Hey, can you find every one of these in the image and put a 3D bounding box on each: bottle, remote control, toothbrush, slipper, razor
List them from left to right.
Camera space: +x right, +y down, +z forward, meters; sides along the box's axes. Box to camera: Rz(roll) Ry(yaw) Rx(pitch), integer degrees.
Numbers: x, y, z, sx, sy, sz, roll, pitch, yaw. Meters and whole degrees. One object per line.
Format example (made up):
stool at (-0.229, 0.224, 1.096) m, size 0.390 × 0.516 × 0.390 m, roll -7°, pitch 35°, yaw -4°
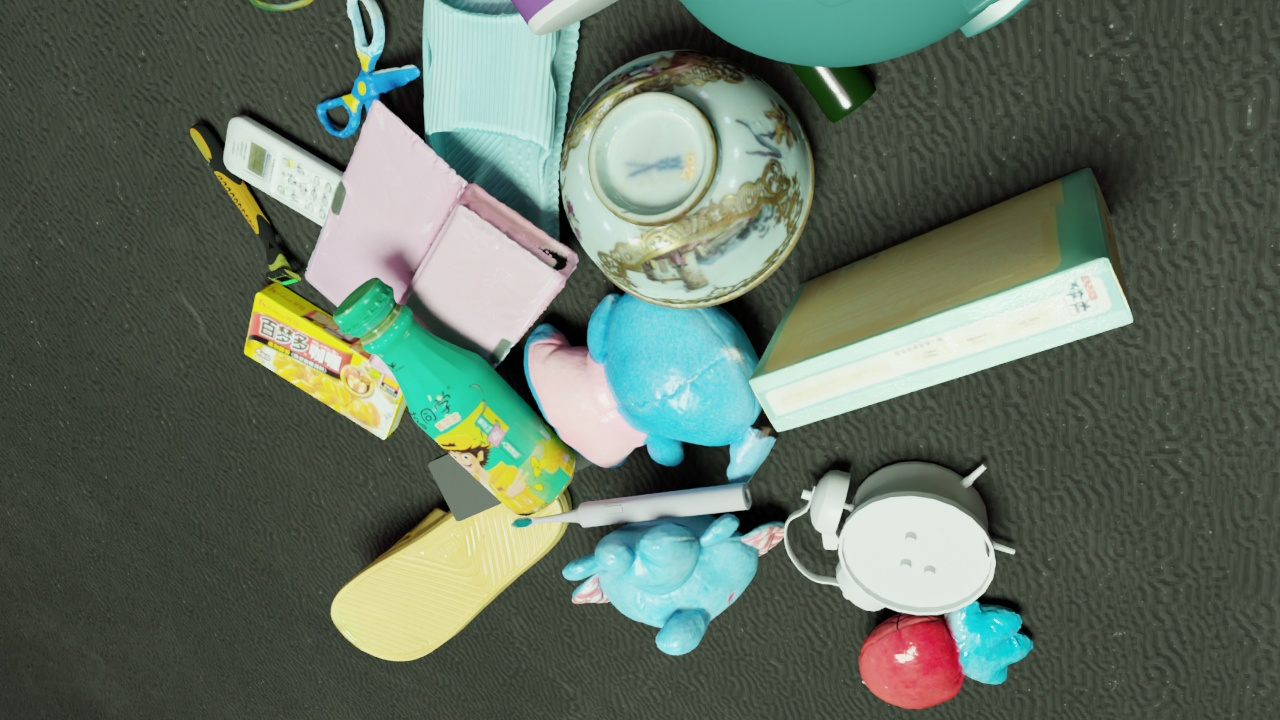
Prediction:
razor at (-0.325, -0.127, 0.754) m, size 0.044 × 0.021 × 0.144 m, roll -2°, pitch 120°, yaw 50°
remote control at (-0.264, -0.142, 0.719) m, size 0.133 × 0.022 × 0.050 m, roll 31°, pitch 126°, yaw 3°
bottle at (-0.135, 0.027, 0.674) m, size 0.068 × 0.067 × 0.210 m, roll -23°, pitch 122°, yaw 31°
slipper at (-0.165, 0.181, 0.838) m, size 0.264 × 0.078 × 0.099 m, roll -39°, pitch 93°, yaw 17°
slipper at (-0.102, -0.156, 0.618) m, size 0.116 × 0.069 × 0.277 m, roll 15°, pitch 124°, yaw 17°
remote control at (-0.107, 0.084, 0.762) m, size 0.133 × 0.013 × 0.058 m, roll -24°, pitch 96°, yaw 13°
toothbrush at (-0.012, 0.108, 0.658) m, size 0.188 × 0.019 × 0.018 m, roll -11°, pitch 95°, yaw 24°
bottle at (0.089, -0.197, 0.534) m, size 0.033 × 0.032 × 0.123 m, roll -33°, pitch 102°, yaw 34°

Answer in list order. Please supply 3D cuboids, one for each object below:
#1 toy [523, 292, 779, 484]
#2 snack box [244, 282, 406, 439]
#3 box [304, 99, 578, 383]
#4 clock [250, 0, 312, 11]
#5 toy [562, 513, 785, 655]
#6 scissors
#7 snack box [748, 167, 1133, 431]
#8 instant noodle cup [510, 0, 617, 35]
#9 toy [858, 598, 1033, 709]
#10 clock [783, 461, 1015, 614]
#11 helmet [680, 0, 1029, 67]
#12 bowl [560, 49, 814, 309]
toy at (-0.004, 0.004, 0.659) m, size 0.192 × 0.098 × 0.224 m, roll -18°, pitch 108°, yaw 40°
snack box at (-0.273, 0.001, 0.805) m, size 0.152 × 0.025 × 0.075 m, roll 31°, pitch 126°, yaw 2°
box at (-0.166, -0.059, 0.683) m, size 0.179 × 0.039 × 0.233 m, roll 38°, pitch 140°, yaw -6°
clock at (-0.194, -0.282, 0.553) m, size 0.060 × 0.117 × 0.162 m, roll 38°, pitch 120°, yaw 11°
toy at (0.023, 0.162, 0.693) m, size 0.183 × 0.180 × 0.114 m, roll -17°, pitch 74°, yaw 9°
scissors at (-0.195, -0.196, 0.652) m, size 0.126 × 0.013 × 0.126 m, roll 1°, pitch 108°, yaw 39°
snack box at (0.169, -0.036, 0.529) m, size 0.194 × 0.141 × 0.044 m, roll -21°, pitch 108°, yaw 31°
instant noodle cup at (-0.045, -0.255, 0.494) m, size 0.137 × 0.121 × 0.122 m, roll -17°, pitch 107°, yaw 39°
toy at (0.232, 0.225, 0.712) m, size 0.133 × 0.062 × 0.092 m, roll -24°, pitch 125°, yaw 14°
clock at (0.182, 0.133, 0.672) m, size 0.159 × 0.060 × 0.120 m, roll -15°, pitch 112°, yaw 27°
helmet at (0.125, -0.246, 0.402) m, size 0.276 × 0.176 × 0.200 m, roll -31°, pitch 101°, yaw 33°
bowl at (0.018, -0.111, 0.540) m, size 0.160 × 0.093 × 0.160 m, roll 1°, pitch 93°, yaw 16°
